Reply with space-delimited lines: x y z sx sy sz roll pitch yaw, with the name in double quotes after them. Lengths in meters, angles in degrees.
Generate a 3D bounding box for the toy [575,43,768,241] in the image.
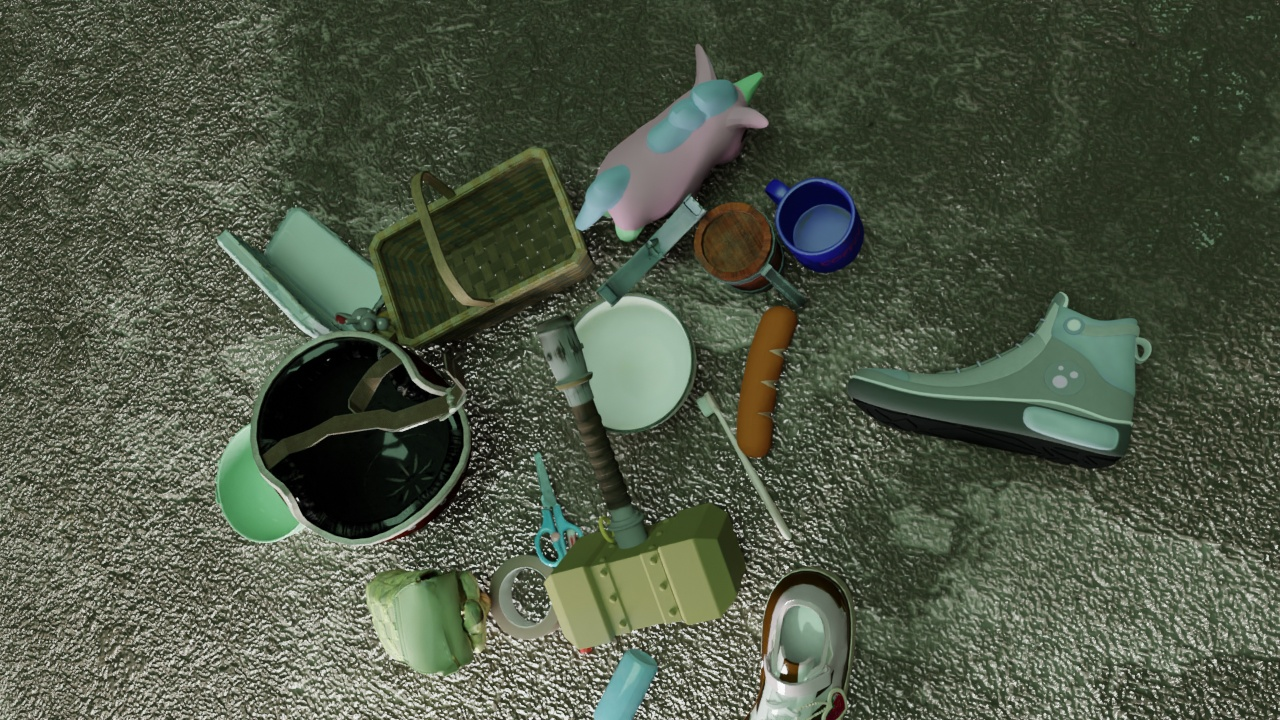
0.028 -0.218 0.975 0.221 0.171 0.120 -30 71 -21 "toy"

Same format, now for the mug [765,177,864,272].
0.176 -0.149 0.959 0.111 0.083 0.079 43 98 19 "mug"

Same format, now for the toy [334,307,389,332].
-0.321 -0.047 1.064 0.112 0.049 0.030 15 107 58 "toy"

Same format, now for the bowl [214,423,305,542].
-0.446 0.150 1.149 0.151 0.077 0.150 -3 82 19 "bowl"

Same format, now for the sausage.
0.131 0.022 0.977 0.044 0.039 0.164 11 87 21 "sausage"

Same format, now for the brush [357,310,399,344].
-0.366 0.014 1.147 0.195 0.059 0.043 -45 78 7 "brush"

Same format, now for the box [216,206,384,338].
-0.438 -0.114 1.165 0.211 0.105 0.130 35 92 20 "box"

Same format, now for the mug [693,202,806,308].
0.122 -0.101 0.958 0.117 0.111 0.081 44 98 19 "mug"

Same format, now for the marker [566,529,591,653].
-0.070 0.257 1.036 0.013 0.012 0.142 -11 79 18 "marker"

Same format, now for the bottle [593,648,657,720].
-0.026 0.377 0.990 0.040 0.040 0.130 28 93 21 "bottle"

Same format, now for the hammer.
-0.034 0.110 0.939 0.190 0.100 0.325 -18 97 17 "hammer"

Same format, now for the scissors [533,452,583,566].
-0.103 0.167 1.047 0.055 0.015 0.136 -17 69 -1 "scissors"

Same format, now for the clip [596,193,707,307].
0.028 -0.129 0.953 0.031 0.168 0.165 45 125 -5 "clip"

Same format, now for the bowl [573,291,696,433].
-0.006 0.006 1.011 0.154 0.073 0.153 -3 82 19 "bowl"

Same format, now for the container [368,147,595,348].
-0.189 -0.124 1.032 0.250 0.186 0.157 -25 75 15 "container"

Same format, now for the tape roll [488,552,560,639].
-0.124 0.267 1.044 0.094 0.030 0.093 -3 82 19 "tape roll"

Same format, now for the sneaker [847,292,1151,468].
0.341 0.003 0.886 0.257 0.093 0.160 14 79 22 "sneaker"

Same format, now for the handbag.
-0.235 0.283 1.041 0.187 0.116 0.113 -14 87 56 "handbag"

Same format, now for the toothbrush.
0.112 0.113 0.986 0.018 0.015 0.181 -36 72 19 "toothbrush"

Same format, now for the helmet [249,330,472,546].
-0.297 0.080 1.012 0.233 0.254 0.234 -40 55 -9 "helmet"

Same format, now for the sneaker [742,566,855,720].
0.141 0.352 0.891 0.112 0.116 0.293 16 89 21 "sneaker"
